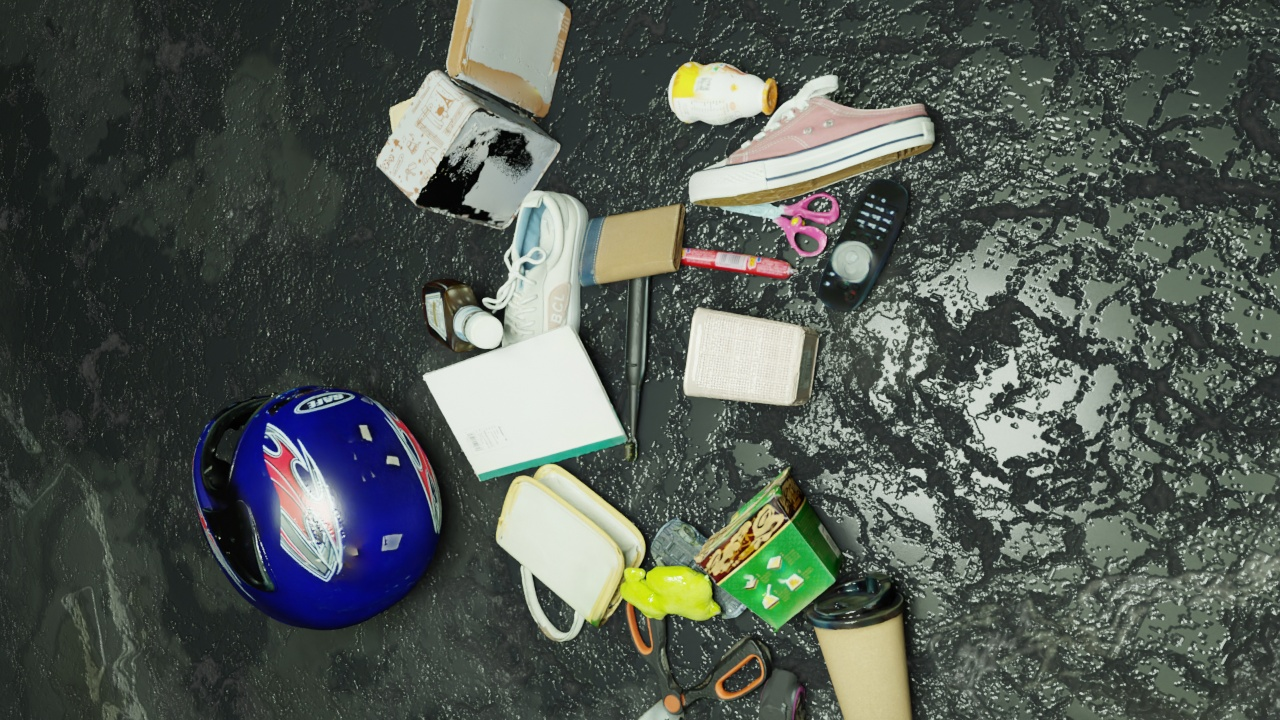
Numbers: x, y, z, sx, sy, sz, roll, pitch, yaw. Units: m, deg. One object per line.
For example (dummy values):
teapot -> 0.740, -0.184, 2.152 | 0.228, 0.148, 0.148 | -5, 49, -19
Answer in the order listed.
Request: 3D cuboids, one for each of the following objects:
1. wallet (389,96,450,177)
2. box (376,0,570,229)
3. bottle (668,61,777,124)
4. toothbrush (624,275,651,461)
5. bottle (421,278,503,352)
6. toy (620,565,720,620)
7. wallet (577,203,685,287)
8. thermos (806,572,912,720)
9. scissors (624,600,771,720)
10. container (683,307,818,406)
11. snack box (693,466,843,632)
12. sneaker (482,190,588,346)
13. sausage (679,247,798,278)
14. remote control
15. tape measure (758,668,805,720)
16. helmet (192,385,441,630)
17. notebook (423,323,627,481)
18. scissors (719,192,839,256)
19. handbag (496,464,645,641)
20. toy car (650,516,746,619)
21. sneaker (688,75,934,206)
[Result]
wallet -> -0.281, -0.276, 1.160 | 0.087, 0.024, 0.115 | -15, 83, 26
box -> -0.164, -0.291, 1.017 | 0.110, 0.178, 0.260 | 42, 106, 21
bottle -> 0.087, -0.277, 0.957 | 0.108, 0.063, 0.063 | 12, 93, 26
toothbrush -> -0.006, 0.006, 1.013 | 0.026, 0.027, 0.212 | 3, 89, 19
bottle -> -0.203, -0.047, 1.041 | 0.195, 0.044, 0.080 | 22, 121, 61
toy -> 0.029, 0.240, 0.947 | 0.096, 0.031, 0.100 | 42, 128, -10
wallet -> -0.009, -0.127, 1.003 | 0.115, 0.033, 0.090 | -8, 55, 25
thermos -> 0.214, 0.282, 0.867 | 0.093, 0.093, 0.143 | -13, 91, 25
scissors -> 0.045, 0.346, 0.982 | 0.221, 0.021, 0.234 | -26, 77, 28
container -> 0.114, -0.001, 0.922 | 0.111, 0.089, 0.090 | 9, 92, 23
snack box -> 0.135, 0.187, 0.900 | 0.105, 0.118, 0.118 | 47, 108, 7
sneaker -> -0.121, -0.073, 1.037 | 0.090, 0.090, 0.242 | 13, 94, 27
sausage -> 0.093, -0.105, 0.973 | 0.156, 0.020, 0.020 | 11, 93, 26
remote control -> 0.221, -0.113, 0.908 | 0.053, 0.024, 0.136 | 28, 102, 22
tape measure -> 0.142, 0.344, 0.912 | 0.039, 0.056, 0.058 | 7, 132, 23
helmet -> -0.367, 0.147, 1.059 | 0.241, 0.246, 0.315 | -42, 77, 38
notebook -> -0.134, 0.054, 1.047 | 0.210, 0.012, 0.150 | -17, 108, 25
scissors -> 0.143, -0.162, 0.955 | 0.137, 0.017, 0.073 | 31, 97, 28
handbag -> -0.089, 0.226, 1.036 | 0.163, 0.063, 0.179 | 34, 118, 23
toy car -> 0.066, 0.218, 0.965 | 0.120, 0.036, 0.054 | 40, 112, 12
sneaker -> 0.158, -0.215, 0.897 | 0.241, 0.118, 0.088 | -15, 88, 13
